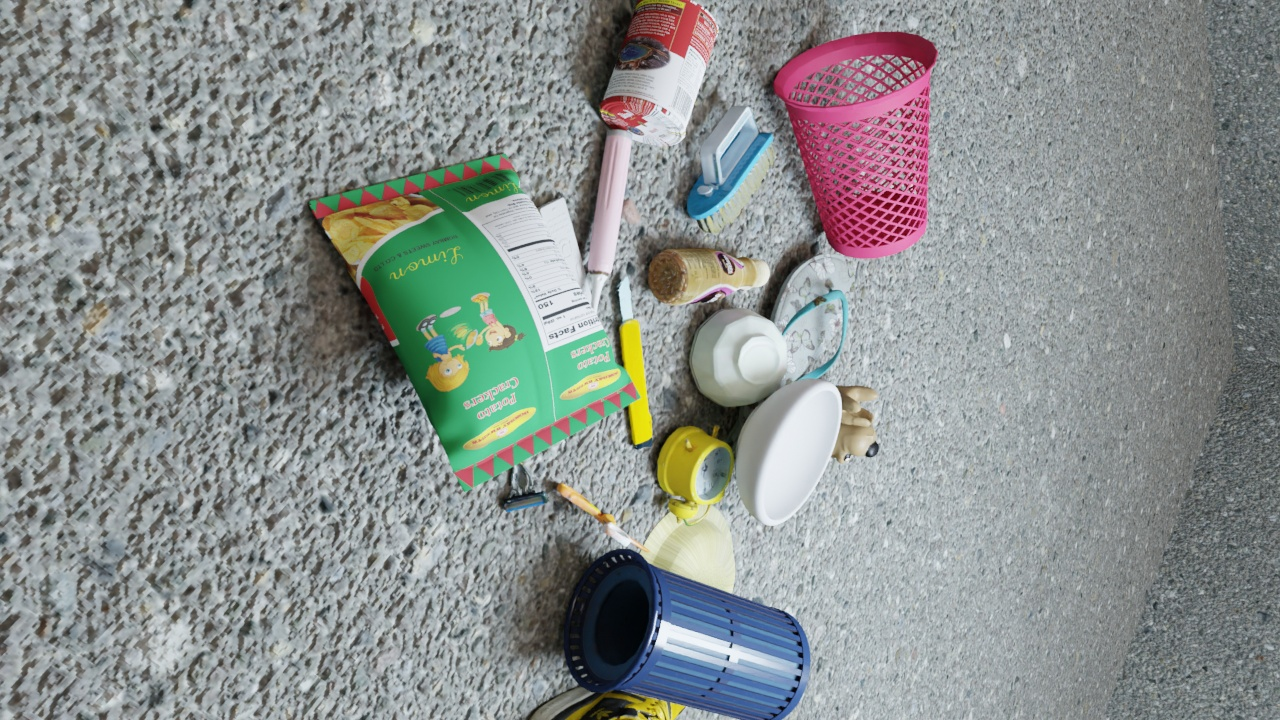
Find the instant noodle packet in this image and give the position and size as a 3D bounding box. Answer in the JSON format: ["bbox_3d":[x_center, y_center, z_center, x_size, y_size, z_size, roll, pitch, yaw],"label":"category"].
[{"bbox_3d":[-0.127,-0.044,0.758,0.195,0.091,0.252,-26,86,-41],"label":"instant noodle packet"}]

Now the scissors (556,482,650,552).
[{"bbox_3d":[-0.032,0.164,0.920,0.125,0.128,0.011,39,88,-23],"label":"scissors"}]

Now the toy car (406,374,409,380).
[{"bbox_3d":[-0.154,0.001,0.801,0.046,0.034,0.111,52,47,1],"label":"toy car"}]

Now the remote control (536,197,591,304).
[{"bbox_3d":[-0.071,-0.091,0.890,0.033,0.012,0.131,-36,121,-39],"label":"remote control"}]

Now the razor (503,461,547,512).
[{"bbox_3d":[-0.122,0.072,0.864,0.043,0.022,0.144,-12,105,-3],"label":"razor"}]

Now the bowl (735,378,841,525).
[{"bbox_3d":[0.158,0.096,1.050,0.176,0.066,0.177,-33,136,-40],"label":"bowl"}]

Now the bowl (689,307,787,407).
[{"bbox_3d":[0.120,-0.002,1.043,0.117,0.061,0.117,-2,95,-23],"label":"bowl"}]

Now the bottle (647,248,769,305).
[{"bbox_3d":[0.082,-0.095,1.016,0.165,0.060,0.060,-8,103,-46],"label":"bottle"}]

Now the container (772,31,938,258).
[{"bbox_3d":[0.274,-0.252,1.119,0.182,0.183,0.226,-47,135,-30],"label":"container"}]

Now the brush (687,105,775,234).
[{"bbox_3d":[0.091,-0.208,1.007,0.135,0.055,0.075,-56,136,-23],"label":"brush"}]

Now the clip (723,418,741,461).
[{"bbox_3d":[0.125,0.098,1.124,0.050,0.023,0.078,47,62,-39],"label":"clip"}]

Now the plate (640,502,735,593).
[{"bbox_3d":[0.065,0.261,1.079,0.184,0.036,0.184,-10,104,-45],"label":"plate"}]

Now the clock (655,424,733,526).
[{"bbox_3d":[0.062,0.131,1.039,0.083,0.057,0.119,-21,120,-42],"label":"clock"}]

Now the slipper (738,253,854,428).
[{"bbox_3d":[0.197,-0.023,1.120,0.098,0.055,0.268,35,74,-22],"label":"slipper"}]

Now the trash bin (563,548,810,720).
[{"bbox_3d":[0.059,0.300,0.970,0.249,0.139,0.139,27,77,-33],"label":"trash bin"}]

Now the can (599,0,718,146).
[{"bbox_3d":[0.018,-0.282,0.895,0.086,0.087,0.116,28,77,-45],"label":"can"}]

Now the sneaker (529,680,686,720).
[{"bbox_3d":[0.001,0.393,0.975,0.238,0.122,0.086,-4,101,-45],"label":"sneaker"}]

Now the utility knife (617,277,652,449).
[{"bbox_3d":[-0.006,0.006,0.973,0.030,0.018,0.191,-25,118,-46],"label":"utility knife"}]

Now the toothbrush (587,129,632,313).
[{"bbox_3d":[-0.037,-0.117,0.900,0.027,0.026,0.222,10,85,-15],"label":"toothbrush"}]

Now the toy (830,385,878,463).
[{"bbox_3d":[0.269,0.086,1.224,0.133,0.106,0.108,-25,126,-45],"label":"toy"}]
